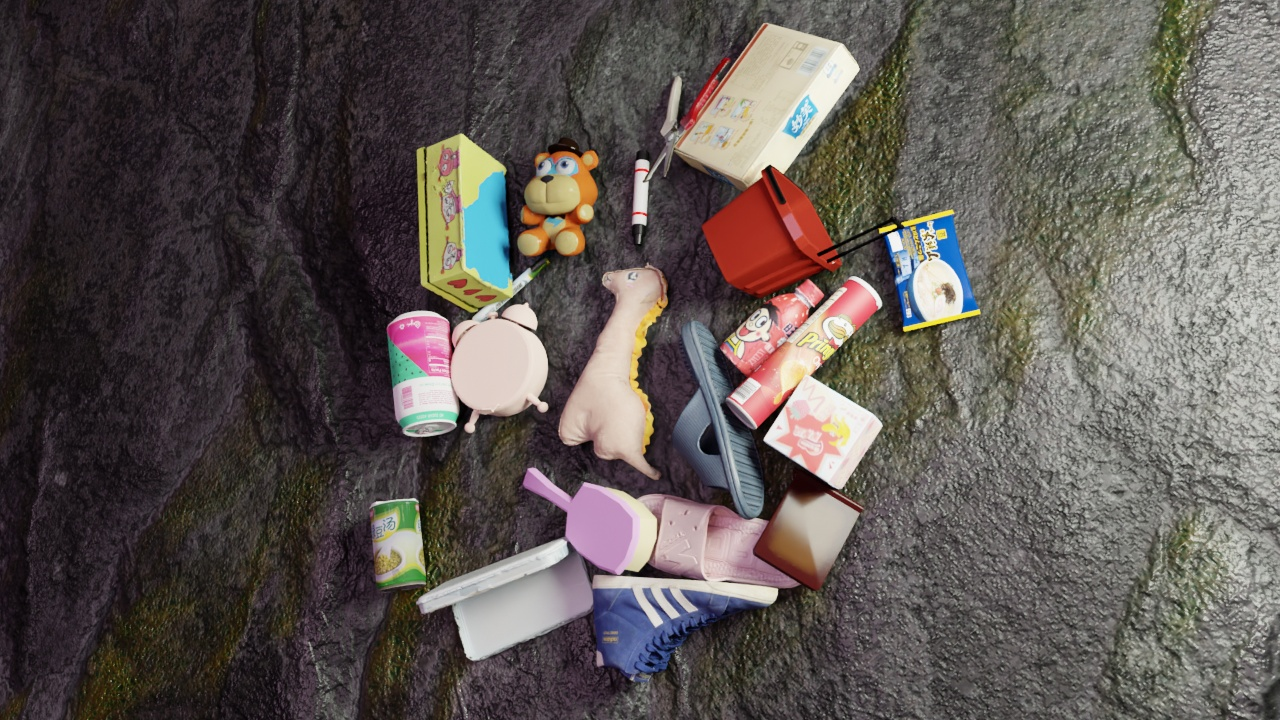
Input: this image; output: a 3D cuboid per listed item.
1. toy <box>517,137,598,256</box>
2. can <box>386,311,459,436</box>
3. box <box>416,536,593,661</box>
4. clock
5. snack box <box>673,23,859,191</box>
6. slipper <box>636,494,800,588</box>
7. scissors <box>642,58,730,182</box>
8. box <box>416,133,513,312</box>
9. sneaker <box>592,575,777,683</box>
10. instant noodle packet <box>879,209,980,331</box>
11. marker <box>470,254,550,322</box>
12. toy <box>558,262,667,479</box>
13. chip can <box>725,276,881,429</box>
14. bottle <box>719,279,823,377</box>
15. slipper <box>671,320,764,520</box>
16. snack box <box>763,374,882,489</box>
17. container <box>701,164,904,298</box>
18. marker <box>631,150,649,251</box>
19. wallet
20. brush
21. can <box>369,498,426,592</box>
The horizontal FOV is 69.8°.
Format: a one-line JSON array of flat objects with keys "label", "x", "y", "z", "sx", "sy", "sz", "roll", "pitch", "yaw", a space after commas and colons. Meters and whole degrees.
[{"label": "toy", "x": -0.112, "y": -0.225, "z": 1.285, "sx": 0.112, "sy": 0.096, "sz": 0.175, "roll": 1, "pitch": 66, "yaw": 23}, {"label": "can", "x": -0.309, "y": 0.019, "z": 1.305, "sx": 0.088, "sy": 0.088, "sz": 0.165, "roll": -17, "pitch": 72, "yaw": 18}, {"label": "box", "x": -0.174, "y": 0.298, "z": 1.173, "sx": 0.211, "sy": 0.105, "sz": 0.130, "roll": -29, "pitch": 72, "yaw": 14}, {"label": "clock", "x": -0.201, "y": 0.006, "z": 1.271, "sx": 0.131, "sy": 0.086, "sz": 0.160, "roll": -16, "pitch": 66, "yaw": 19}, {"label": "snack box", "x": 0.158, "y": -0.322, "z": 1.182, "sx": 0.207, "sy": 0.055, "sz": 0.153, "roll": -54, "pitch": 44, "yaw": 3}, {"label": "slipper", "x": 0.086, "y": 0.220, "z": 1.105, "sx": 0.240, "sy": 0.064, "sz": 0.094, "roll": 8, "pitch": 81, "yaw": 23}, {"label": "scissors", "x": 0.055, "y": -0.331, "z": 1.235, "sx": 0.197, "sy": 0.015, "sz": 0.179, "roll": -45, "pitch": 34, "yaw": 17}, {"label": "box", "x": -0.249, "y": -0.193, "z": 1.303, "sx": 0.083, "sy": 0.124, "sz": 0.220, "roll": -13, "pitch": 71, "yaw": 24}, {"label": "sneaker", "x": 0.044, "y": 0.322, "z": 1.082, "sx": 0.233, "sy": 0.091, "sz": 0.118, "roll": -2, "pitch": 72, "yaw": 23}, {"label": "instant noodle packet", "x": 0.343, "y": -0.108, "z": 1.095, "sx": 0.087, "sy": 0.026, "sz": 0.134, "roll": -14, "pitch": 73, "yaw": 16}, {"label": "marker", "x": -0.188, "y": -0.099, "z": 1.322, "sx": 0.146, "sy": 0.017, "sz": 0.017, "roll": -40, "pitch": 66, "yaw": 10}, {"label": "toy", "x": -0.007, "y": 0.007, "z": 1.203, "sx": 0.196, "sy": 0.065, "sz": 0.264, "roll": 25, "pitch": 81, "yaw": 18}, {"label": "chip can", "x": 0.194, "y": -0.009, "z": 1.092, "sx": 0.214, "sy": 0.052, "sz": 0.052, "roll": -44, "pitch": 65, "yaw": -7}, {"label": "bottle", "x": 0.166, "y": -0.043, "z": 1.134, "sx": 0.137, "sy": 0.062, "sz": 0.062, "roll": -45, "pitch": 65, "yaw": 8}, {"label": "slipper", "x": 0.080, "y": 0.079, "z": 1.129, "sx": 0.083, "sy": 0.101, "sz": 0.263, "roll": -26, "pitch": 63, "yaw": 23}, {"label": "snack box", "x": 0.214, "y": 0.085, "z": 1.074, "sx": 0.093, "sy": 0.079, "sz": 0.095, "roll": 34, "pitch": 92, "yaw": 26}, {"label": "container", "x": 0.194, "y": -0.165, "z": 1.105, "sx": 0.201, "sy": 0.148, "sz": 0.127, "roll": -30, "pitch": 69, "yaw": 23}, {"label": "marker", "x": 0.000, "y": -0.220, "z": 1.270, "sx": 0.019, "sy": 0.019, "sz": 0.145, "roll": -2, "pitch": 77, "yaw": 22}, {"label": "wallet", "x": 0.193, "y": 0.196, "z": 1.067, "sx": 0.091, "sy": 0.018, "sz": 0.115, "roll": 30, "pitch": 75, "yaw": 8}, {"label": "brush", "x": -0.070, "y": 0.193, "z": 1.177, "sx": 0.229, "sy": 0.043, "sz": 0.089, "roll": 25, "pitch": 98, "yaw": 45}, {"label": "can", "x": -0.336, "y": 0.255, "z": 1.271, "sx": 0.067, "sy": 0.067, "sz": 0.120, "roll": -16, "pitch": 72, "yaw": 18}]
